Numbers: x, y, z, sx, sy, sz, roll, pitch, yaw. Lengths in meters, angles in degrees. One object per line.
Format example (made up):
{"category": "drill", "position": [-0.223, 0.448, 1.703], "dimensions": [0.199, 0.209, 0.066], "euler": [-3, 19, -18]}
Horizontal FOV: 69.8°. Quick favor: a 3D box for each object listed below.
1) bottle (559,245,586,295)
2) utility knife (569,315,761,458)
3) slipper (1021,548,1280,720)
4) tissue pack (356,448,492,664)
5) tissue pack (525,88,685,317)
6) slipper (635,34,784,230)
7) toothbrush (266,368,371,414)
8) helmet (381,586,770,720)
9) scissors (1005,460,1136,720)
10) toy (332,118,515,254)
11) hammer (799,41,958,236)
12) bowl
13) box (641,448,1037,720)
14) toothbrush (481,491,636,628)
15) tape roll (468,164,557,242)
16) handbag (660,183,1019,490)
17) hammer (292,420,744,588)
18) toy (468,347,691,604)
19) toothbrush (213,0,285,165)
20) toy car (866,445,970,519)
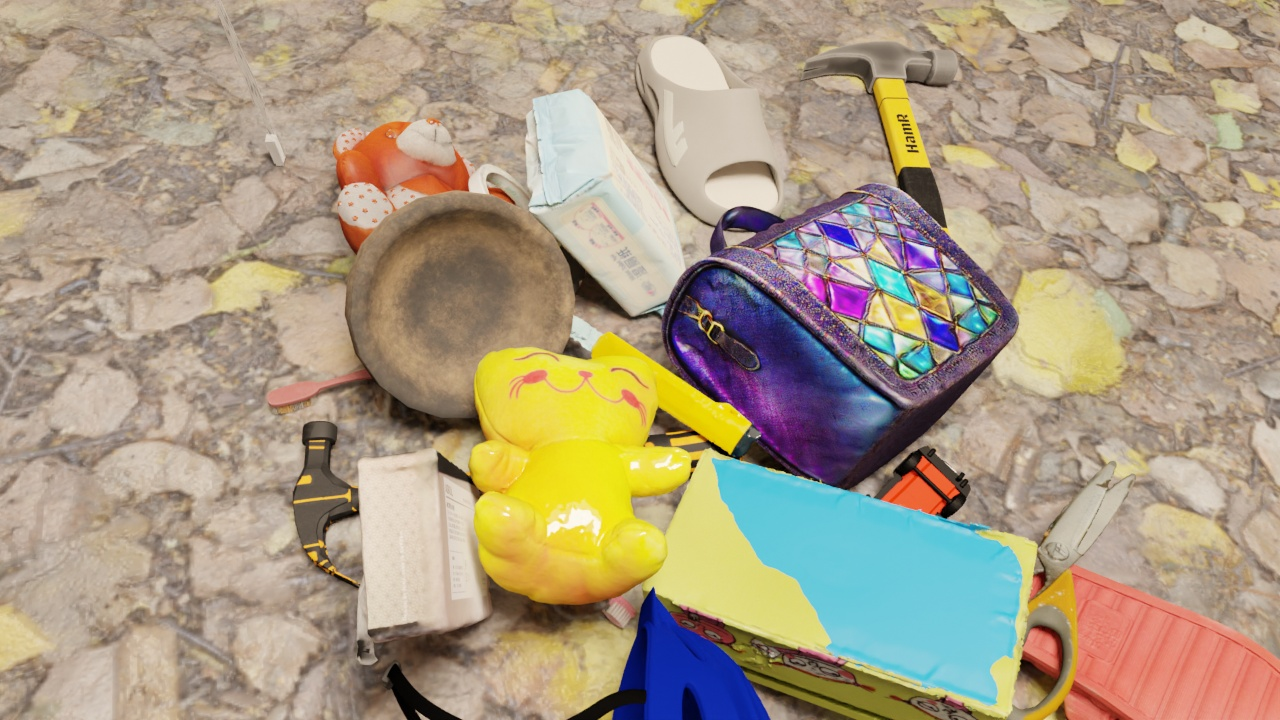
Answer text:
{"category": "bottle", "position": [-0.061, -0.077, 0.773], "dimensions": [0.030, 0.030, 0.112], "euler": [18, 54, 5]}
{"category": "utility knife", "position": [-0.004, 0.004, 0.688], "dimensions": [0.219, 0.019, 0.030], "euler": [34, 86, 19]}
{"category": "slipper", "position": [0.316, 0.202, 0.609], "dimensions": [0.249, 0.059, 0.103], "euler": [29, 57, 32]}
{"category": "tissue pack", "position": [-0.127, 0.112, 0.519], "dimensions": [0.071, 0.181, 0.103], "euler": [-5, 78, -7]}
{"category": "tissue pack", "position": [-0.025, -0.118, 0.736], "dimensions": [0.070, 0.182, 0.112], "euler": [-25, 50, 17]}
{"category": "slipper", "position": [0.066, -0.245, 0.881], "dimensions": [0.112, 0.081, 0.265], "euler": [-6, 55, -16]}
{"category": "toothbrush", "position": [-0.191, 0.007, 0.706], "dimensions": [0.184, 0.016, 0.015], "euler": [-18, 59, -23]}
{"category": "helmet", "position": [-0.032, 0.236, 0.476], "dimensions": [0.227, 0.148, 0.241], "euler": [10, 59, -5]}
{"category": "scissors", "position": [0.266, 0.137, 0.629], "dimensions": [0.134, 0.016, 0.227], "euler": [23, 55, 30]}
{"category": "toy", "position": [-0.179, -0.136, 0.758], "dimensions": [0.163, 0.093, 0.172], "euler": [8, 45, -35]}
{"category": "hammer", "position": [0.263, -0.209, 0.918], "dimensions": [0.170, 0.034, 0.323], "euler": [1, 56, -6]}
{"category": "bowl", "position": [-0.135, -0.043, 0.671], "dimensions": [0.162, 0.162, 0.070], "euler": [-19, 20, -20]}
{"category": "box", "position": [0.124, 0.149, 0.578], "dimensions": [0.221, 0.082, 0.124], "euler": [14, 52, 17]}
{"category": "toothbrush", "position": [-0.057, 0.130, 0.613], "dimensions": [0.135, 0.022, 0.016], "euler": [41, 52, 0]}
{"category": "tape roll", "position": [-0.103, -0.119, 0.749], "dimensions": [0.013, 0.093, 0.093], "euler": [-35, 57, 19]}
{"category": "handbag", "position": [0.139, -0.036, 0.691], "dimensions": [0.204, 0.126, 0.222], "euler": [-28, 66, -38]}
{"category": "hammer", "position": [-0.079, 0.084, 0.653], "dimensions": [0.320, 0.036, 0.123], "euler": [-6, 61, -11]}
{"category": "toy", "position": [-0.041, 0.068, 0.584], "dimensions": [0.134, 0.088, 0.193], "euler": [3, 37, -10]}
{"category": "toothbrush", "position": [-0.321, -0.227, 0.750], "dimensions": [0.010, 0.182, 0.010], "euler": [-2, 58, -3]}
{"category": "toy car", "position": [0.189, 0.110, 0.662], "dimensions": [0.100, 0.049, 0.051], "euler": [-43, 77, -9]}
